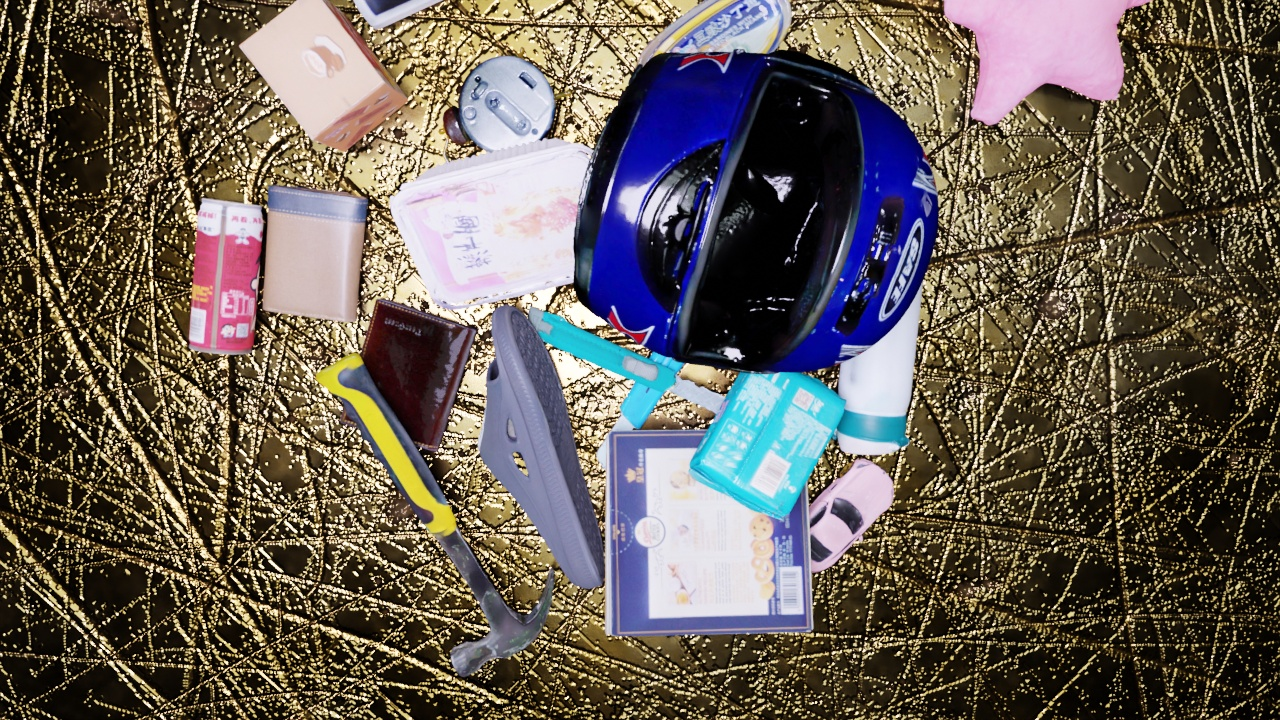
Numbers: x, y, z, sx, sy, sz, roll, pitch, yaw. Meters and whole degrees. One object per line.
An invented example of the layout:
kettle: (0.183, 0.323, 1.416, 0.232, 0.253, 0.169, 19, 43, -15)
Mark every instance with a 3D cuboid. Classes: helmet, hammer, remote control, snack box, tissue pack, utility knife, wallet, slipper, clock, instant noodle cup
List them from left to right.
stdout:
wallet: (-0.293, -0.096, 0.826, 0.090, 0.033, 0.115, 7, 98, 1)
snack box: (-0.262, -0.241, 0.774, 0.077, 0.094, 0.093, -36, 97, 3)
wallet: (-0.215, 0.013, 0.849, 0.096, 0.020, 0.122, 18, 95, -3)
remote control: (-0.181, -0.345, 0.799, 0.150, 0.021, 0.058, -24, 97, 1)
hammer: (-0.188, 0.137, 0.843, 0.126, 0.032, 0.323, -28, 104, 1)
clock: (-0.123, -0.210, 0.801, 0.082, 0.055, 0.122, 42, 96, -7)
instant noodle cup: (-0.113, -0.124, 0.789, 0.173, 0.060, 0.138, -12, 136, 2)
slipper: (-0.102, 0.086, 0.817, 0.083, 0.110, 0.268, -16, 102, 5)
utility knife: (-0.005, 0.005, 0.838, 0.223, 0.013, 0.029, 23, 101, 5)
utility knife: (0.013, 0.019, 0.854, 0.034, 0.018, 0.194, 31, 97, -6)
snack box: (0.059, 0.154, 0.828, 0.182, 0.046, 0.177, 0, 81, -4)
tissue pack: (0.111, 0.063, 0.798, 0.093, 0.050, 0.133, 32, 79, 0)
helmet: (0.098, -0.103, 0.686, 0.240, 0.314, 0.247, 16, 106, 6)

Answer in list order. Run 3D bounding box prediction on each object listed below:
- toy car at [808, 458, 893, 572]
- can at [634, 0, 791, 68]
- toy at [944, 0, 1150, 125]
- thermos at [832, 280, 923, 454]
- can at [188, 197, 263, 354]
toy car: (0.188, 0.148, 0.866, 0.056, 0.037, 0.122, 42, 94, -8)
can: (0.061, -0.269, 0.794, 0.148, 0.049, 0.074, -32, 101, 7)
toy: (0.358, -0.285, 0.793, 0.195, 0.074, 0.178, -43, 107, 8)
thermos: (0.214, -0.025, 0.829, 0.073, 0.073, 0.224, 4, 98, -2)
can: (-0.368, -0.075, 0.815, 0.053, 0.053, 0.133, 7, 97, -2)
